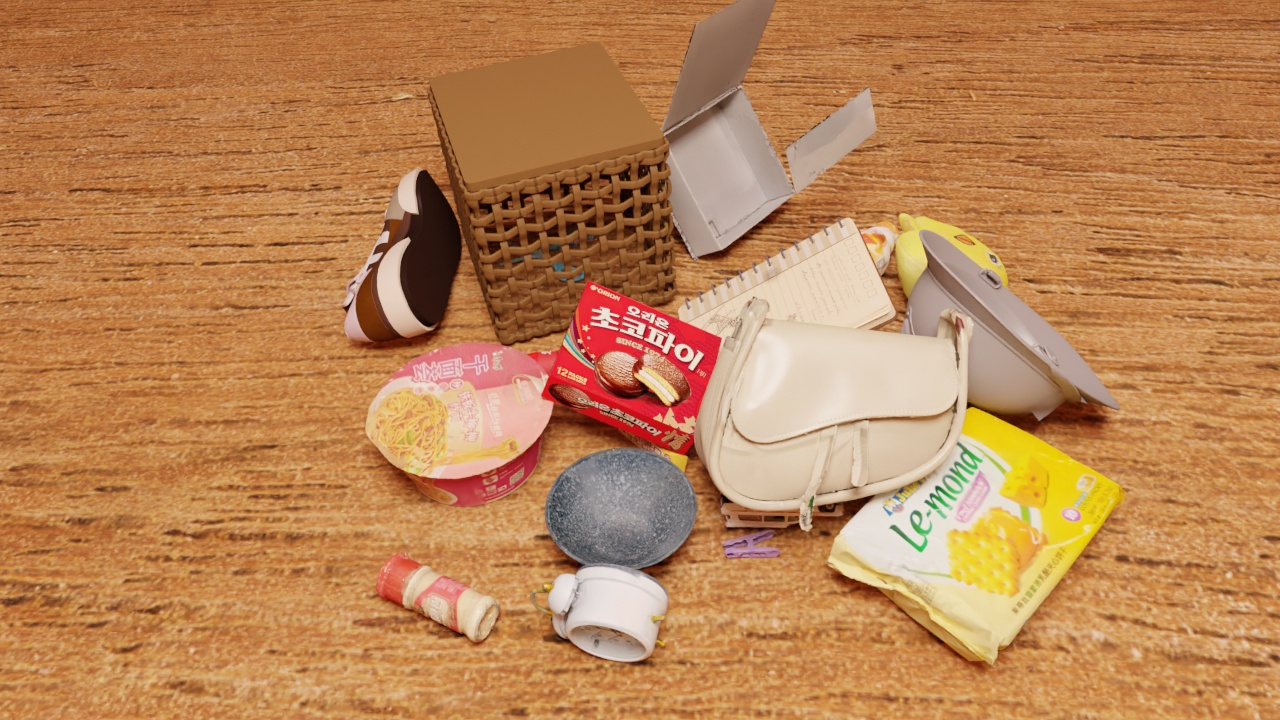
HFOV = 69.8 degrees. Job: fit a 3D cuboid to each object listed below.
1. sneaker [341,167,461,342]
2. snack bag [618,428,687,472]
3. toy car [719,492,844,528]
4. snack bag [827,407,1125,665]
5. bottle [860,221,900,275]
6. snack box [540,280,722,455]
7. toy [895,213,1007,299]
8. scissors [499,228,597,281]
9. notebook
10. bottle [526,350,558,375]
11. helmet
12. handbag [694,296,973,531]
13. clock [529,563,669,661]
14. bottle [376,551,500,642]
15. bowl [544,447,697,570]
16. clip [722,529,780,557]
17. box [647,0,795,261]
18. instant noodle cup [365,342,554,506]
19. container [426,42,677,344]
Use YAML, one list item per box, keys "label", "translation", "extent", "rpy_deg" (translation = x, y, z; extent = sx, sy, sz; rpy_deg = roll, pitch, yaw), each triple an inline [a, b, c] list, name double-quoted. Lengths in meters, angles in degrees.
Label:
- label: "sneaker"
  translation: [-0.299, -0.122, 1.122]
  extent: [0.116, 0.112, 0.293]
  rpy_deg: [-20, 43, 12]
- label: "snack bag"
  translation: [0.009, 0.080, 0.932]
  extent: [0.020, 0.026, 0.099]
  rpy_deg: [-31, 52, -33]
- label: "toy car"
  translation: [0.131, 0.138, 0.856]
  extent: [0.113, 0.039, 0.039]
  rpy_deg: [2, 18, 4]
- label: "snack bag"
  translation: [0.301, 0.148, 0.812]
  extent: [0.246, 0.068, 0.160]
  rpy_deg: [-35, 49, -28]
- label: "bottle"
  translation: [0.270, -0.127, 1.103]
  extent: [0.063, 0.063, 0.108]
  rpy_deg: [29, 53, 29]
- label: "snack box"
  translation: [-0.005, 0.005, 0.921]
  extent: [0.152, 0.036, 0.132]
  rpy_deg: [23, 50, -6]
- label: "toy"
  translation: [0.354, -0.113, 1.067]
  extent: [0.134, 0.092, 0.207]
  rpy_deg: [24, 38, -3]
- label: "scissors"
  translation: [-0.110, -0.130, 1.170]
  extent: [0.135, 0.015, 0.129]
  rpy_deg: [-22, 46, -11]
- label: "notebook"
  translation: [0.147, -0.055, 0.990]
  extent: [0.226, 0.024, 0.167]
  rpy_deg: [-27, 41, 18]
- label: "bottle"
  translation: [-0.103, 0.008, 1.006]
  extent: [0.119, 0.036, 0.036]
  rpy_deg: [-5, 44, -2]
- label: "helmet"
  translation: [0.336, -0.005, 0.907]
  extent: [0.271, 0.118, 0.183]
  rpy_deg: [34, 26, -18]
- label: "handbag"
  translation: [0.170, 0.042, 0.784]
  extent: [0.229, 0.184, 0.132]
  rpy_deg: [3, 11, -8]
- label: "clock"
  translation: [-0.034, 0.207, 0.764]
  extent: [0.118, 0.083, 0.056]
  rpy_deg: [8, 51, 10]
- label: "bottle"
  translation: [-0.177, 0.207, 0.801]
  extent: [0.109, 0.044, 0.044]
  rpy_deg: [19, 48, 21]
- label: "bowl"
  translation: [-0.016, 0.149, 0.839]
  extent: [0.137, 0.057, 0.136]
  rpy_deg: [-2, 44, 2]
- label: "clip"
  translation: [0.101, 0.170, 0.844]
  extent: [0.051, 0.013, 0.032]
  rpy_deg: [-6, 42, 1]
- label: "box"
  translation: [0.112, -0.292, 1.084]
  extent: [0.165, 0.331, 0.166]
  rpy_deg: [38, 57, 18]
- label: "instant noodle cup"
  translation: [-0.171, 0.070, 0.918]
  extent: [0.178, 0.078, 0.178]
  rpy_deg: [-2, 45, 2]
- label: "container"
  translation: [-0.104, -0.203, 1.079]
  extent: [0.219, 0.214, 0.251]
  rpy_deg: [-16, 45, -10]
